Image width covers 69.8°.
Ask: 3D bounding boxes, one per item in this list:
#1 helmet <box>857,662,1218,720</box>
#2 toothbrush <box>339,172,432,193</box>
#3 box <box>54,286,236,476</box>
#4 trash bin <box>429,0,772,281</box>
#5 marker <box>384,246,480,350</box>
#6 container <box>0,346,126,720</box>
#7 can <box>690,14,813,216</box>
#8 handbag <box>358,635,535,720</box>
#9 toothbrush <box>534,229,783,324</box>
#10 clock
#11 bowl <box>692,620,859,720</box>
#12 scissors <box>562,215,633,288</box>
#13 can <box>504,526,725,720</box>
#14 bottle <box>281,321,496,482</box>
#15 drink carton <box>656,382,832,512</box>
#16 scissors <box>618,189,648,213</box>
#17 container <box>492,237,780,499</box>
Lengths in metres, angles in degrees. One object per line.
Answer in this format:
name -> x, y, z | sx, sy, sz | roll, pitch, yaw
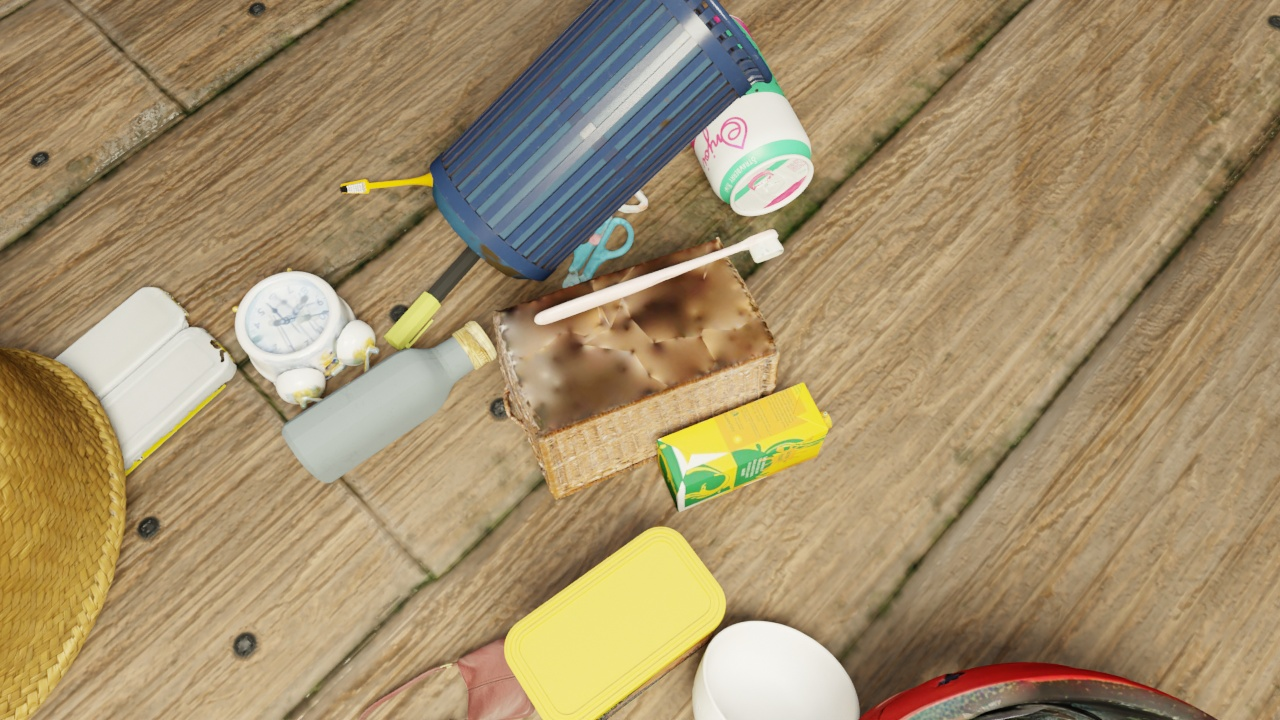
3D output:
helmet -> 0.210, 0.278, 0.505 | 0.272, 0.167, 0.217 | 1, 79, -7
toothbrush -> -0.169, -0.161, 0.808 | 0.197, 0.031, 0.030 | -5, 20, 5
box -> -0.436, 0.039, 0.730 | 0.127, 0.023, 0.209 | 38, 73, 17
trash bin -> -0.039, -0.182, 0.708 | 0.250, 0.139, 0.139 | -41, 67, 13
marker -> -0.165, -0.059, 0.765 | 0.021, 0.018, 0.123 | 43, 69, -15
container -> -0.524, 0.103, 0.594 | 0.307, 0.197, 0.306 | -2, 69, 5
can -> 0.080, -0.211, 0.785 | 0.088, 0.088, 0.165 | -19, 66, -6
handbag -> -0.134, 0.231, 0.627 | 0.119, 0.029, 0.055 | -18, 67, 0
toothbrush -> 0.014, -0.054, 0.631 | 0.181, 0.016, 0.018 | -19, 71, -8
clock -> -0.265, -0.016, 0.732 | 0.088, 0.052, 0.125 | -42, 73, -17
bowl -> 0.082, 0.224, 0.588 | 0.105, 0.054, 0.104 | 12, 32, -8
scissors -> -0.052, -0.071, 0.771 | 0.056, 0.015, 0.136 | 23, 74, 14
can -> -0.013, 0.181, 0.600 | 0.130, 0.101, 0.072 | -34, 68, -13
bottle -> -0.184, 0.027, 0.695 | 0.161, 0.072, 0.046 | -35, 74, -13
drink carton -> 0.076, 0.063, 0.674 | 0.122, 0.058, 0.041 | -20, 66, -7
scissors -> -0.024, -0.182, 0.819 | 0.125, 0.011, 0.128 | -28, 67, -10
container -> -0.004, 0.004, 0.676 | 0.198, 0.113, 0.113 | -21, 66, -8
